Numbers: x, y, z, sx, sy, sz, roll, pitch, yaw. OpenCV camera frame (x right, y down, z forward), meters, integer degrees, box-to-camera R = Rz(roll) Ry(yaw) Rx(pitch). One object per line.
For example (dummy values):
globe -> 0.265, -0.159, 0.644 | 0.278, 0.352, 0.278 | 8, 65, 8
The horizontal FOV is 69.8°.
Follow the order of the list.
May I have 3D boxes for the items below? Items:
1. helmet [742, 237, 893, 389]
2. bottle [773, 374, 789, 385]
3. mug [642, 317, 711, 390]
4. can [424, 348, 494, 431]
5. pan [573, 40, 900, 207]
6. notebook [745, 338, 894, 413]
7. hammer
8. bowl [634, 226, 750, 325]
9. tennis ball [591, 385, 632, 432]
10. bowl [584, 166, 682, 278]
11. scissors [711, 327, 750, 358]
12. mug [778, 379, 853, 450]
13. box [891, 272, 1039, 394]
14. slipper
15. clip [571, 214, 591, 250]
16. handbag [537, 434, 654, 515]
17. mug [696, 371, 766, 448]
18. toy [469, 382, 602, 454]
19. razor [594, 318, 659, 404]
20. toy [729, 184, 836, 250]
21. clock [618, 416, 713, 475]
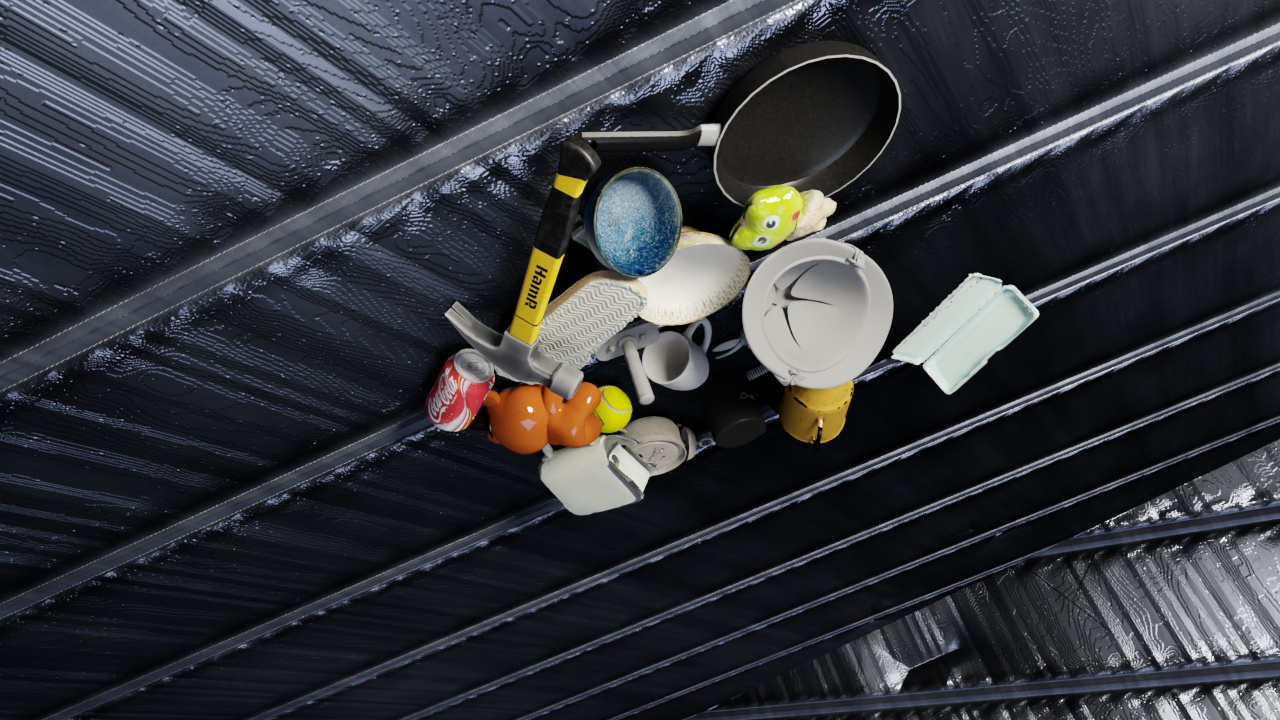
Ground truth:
helmet -> 0.195, -0.073, 1.163 | 0.270, 0.118, 0.183 | 20, 100, -40
bottle -> 0.258, -0.032, 1.280 | 0.174, 0.046, 0.083 | -41, 144, 13
mug -> 0.064, -0.009, 1.237 | 0.107, 0.071, 0.089 | -57, 149, 5
can -> -0.225, 0.037, 1.146 | 0.064, 0.064, 0.105 | 4, 141, -32
pan -> 0.097, -0.234, 0.930 | 0.355, 0.044, 0.205 | -6, 145, -20
notebook -> 0.276, 0.005, 1.402 | 0.207, 0.016, 0.149 | -28, 147, 13
hammer -> -0.106, -0.096, 0.957 | 0.170, 0.033, 0.325 | 28, 135, 3
bowl -> 0.050, -0.110, 1.071 | 0.145, 0.063, 0.145 | -13, 148, -9
tennis ball -> -0.045, 0.068, 1.282 | 0.065, 0.065, 0.065 | -13, 147, -9
bowl -> -0.018, -0.147, 0.971 | 0.114, 0.061, 0.114 | -9, 106, -37
scissors -> 0.177, -0.044, 1.275 | 0.124, 0.019, 0.156 | 4, 141, -32
mug -> 0.260, 0.067, 1.356 | 0.100, 0.123, 0.094 | 2, 146, 3
box -> 0.491, -0.040, 1.398 | 0.126, 0.074, 0.198 | 19, 133, -18
slipper -> -0.087, -0.040, 1.080 | 0.114, 0.054, 0.274 | 12, 152, -30
clip -> -0.049, -0.134, 1.019 | 0.023, 0.042, 0.075 | -33, 144, 23
handbag -> -0.084, 0.139, 1.346 | 0.152, 0.073, 0.176 | -22, 120, 40
mug -> 0.146, 0.078, 1.374 | 0.113, 0.088, 0.078 | 18, 132, -44
toy -> -0.138, 0.076, 1.216 | 0.176, 0.096, 0.112 | -7, 136, -10
razor -> -0.007, 0.007, 1.165 | 0.088, 0.116, 0.047 | -20, 142, 1
toy -> 0.159, -0.155, 1.003 | 0.117, 0.043, 0.092 | -7, 147, -22
clock -> 0.035, 0.127, 1.417 | 0.156, 0.061, 0.104 | -3, 143, -11
